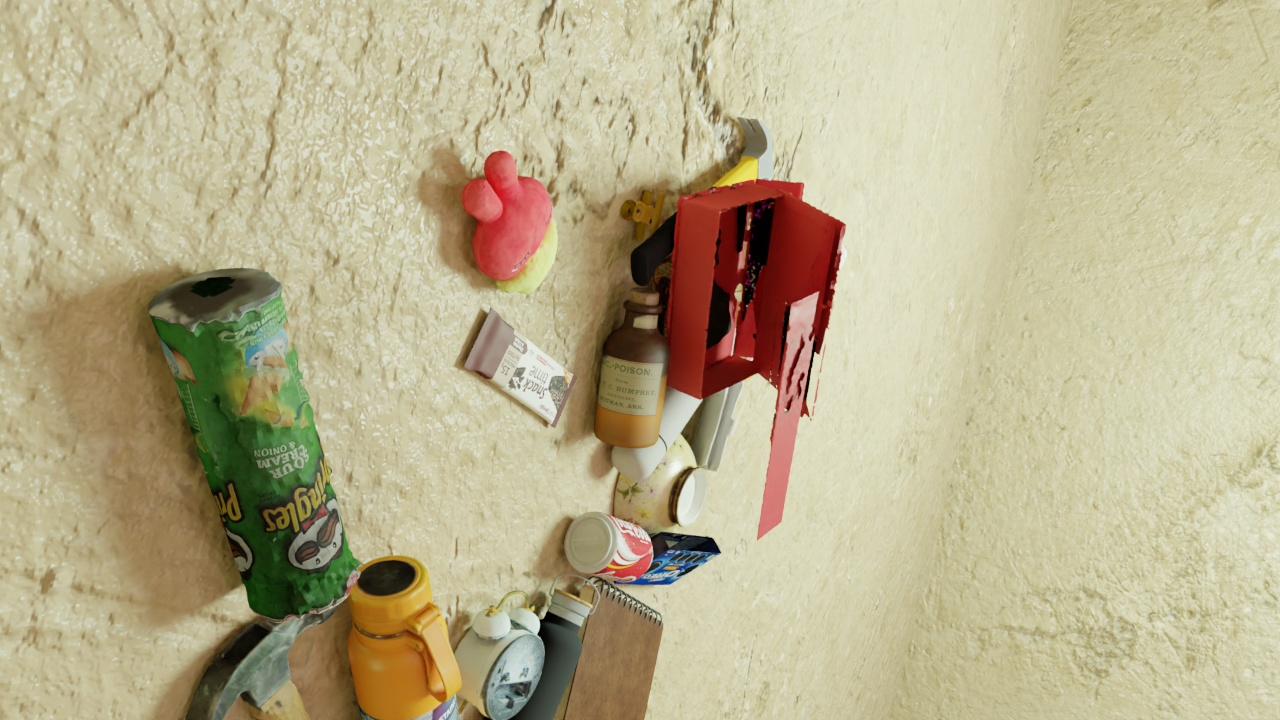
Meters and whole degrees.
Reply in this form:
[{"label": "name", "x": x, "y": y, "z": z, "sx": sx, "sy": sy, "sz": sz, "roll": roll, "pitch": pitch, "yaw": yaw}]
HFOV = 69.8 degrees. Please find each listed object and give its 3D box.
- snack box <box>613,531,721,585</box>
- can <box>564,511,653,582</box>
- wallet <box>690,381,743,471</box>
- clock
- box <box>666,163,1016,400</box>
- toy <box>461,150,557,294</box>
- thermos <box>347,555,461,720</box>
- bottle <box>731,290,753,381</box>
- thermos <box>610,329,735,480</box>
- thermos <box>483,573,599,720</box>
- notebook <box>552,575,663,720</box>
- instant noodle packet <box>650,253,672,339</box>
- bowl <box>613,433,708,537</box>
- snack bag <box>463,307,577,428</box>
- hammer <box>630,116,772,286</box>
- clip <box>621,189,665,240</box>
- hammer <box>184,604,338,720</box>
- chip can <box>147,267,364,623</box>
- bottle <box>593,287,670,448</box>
[{"label": "snack box", "x": 0.030, "y": 0.236, "z": 1.085, "sx": 0.082, "sy": 0.027, "sz": 0.150, "roll": -37, "pitch": 153, "yaw": 17}, {"label": "can", "x": -0.031, "y": 0.200, "z": 0.975, "sx": 0.104, "sy": 0.064, "sz": 0.064, "roll": 36, "pitch": 71, "yaw": -58}, {"label": "wallet", "x": 0.093, "y": 0.078, "z": 1.126, "sx": 0.086, "sy": 0.032, "sz": 0.116, "roll": -178, "pitch": -75, "yaw": -77}, {"label": "clock", "x": -0.128, "y": 0.271, "z": 0.851, "sx": 0.083, "sy": 0.057, "sz": 0.117, "roll": 26, "pitch": 80, "yaw": -59}, {"label": "box", "x": 0.258, "y": -0.095, "z": 1.035, "sx": 0.509, "sy": 0.141, "sz": 0.216, "roll": -10, "pitch": 118, "yaw": -29}, {"label": "toy", "x": -0.102, "y": -0.109, "z": 0.738, "sx": 0.091, "sy": 0.045, "sz": 0.135, "roll": -61, "pitch": 153, "yaw": -27}, {"label": "thermos", "x": -0.178, "y": 0.266, "z": 0.732, "sx": 0.076, "sy": 0.091, "sz": 0.233, "roll": -77, "pitch": 167, "yaw": -64}, {"label": "bottle", "x": 0.123, "y": -0.030, "z": 1.133, "sx": 0.063, "sy": 0.063, "sz": 0.109, "roll": -33, "pitch": 131, "yaw": -49}, {"label": "thermos", "x": 0.041, "y": 0.041, "z": 1.036, "sx": 0.223, "sy": 0.052, "sz": 0.052, "roll": -53, "pitch": 143, "yaw": -33}, {"label": "thermos", "x": -0.106, "y": 0.322, "z": 0.906, "sx": 0.231, "sy": 0.061, "sz": 0.061, "roll": -65, "pitch": 148, "yaw": -17}, {"label": "notebook", "x": -0.032, "y": 0.349, "z": 1.041, "sx": 0.225, "sy": 0.024, "sz": 0.167, "roll": 51, "pitch": 48, "yaw": -57}, {"label": "instant noodle packet", "x": 0.055, "y": -0.077, "z": 1.025, "sx": 0.135, "sy": 0.040, "sz": 0.099, "roll": -37, "pitch": 126, "yaw": -46}, {"label": "bowl", "x": 0.035, "y": 0.150, "z": 1.064, "sx": 0.144, "sy": 0.063, "sz": 0.145, "roll": -33, "pitch": 130, "yaw": -51}, {"label": "snack bag", "x": -0.103, "y": 0.011, "z": 0.823, "sx": 0.057, "sy": 0.013, "sz": 0.158, "roll": -66, "pitch": 149, "yaw": -13}, {"label": "hammer", "x": 0.075, "y": -0.171, "z": 0.998, "sx": 0.322, "sy": 0.029, "sz": 0.127, "roll": -45, "pitch": 142, "yaw": -47}, {"label": "clip", "x": 0.004, "y": -0.146, "z": 0.919, "sx": 0.049, "sy": 0.044, "sz": 0.054, "roll": -27, "pitch": 131, "yaw": -83}, {"label": "hammer", "x": -0.248, "y": 0.326, "z": 0.702, "sx": 0.131, "sy": 0.033, "sz": 0.331, "roll": -45, "pitch": 139, "yaw": -43}, {"label": "chip can", "x": -0.232, "y": 0.055, "z": 0.566, "sx": 0.075, "sy": 0.075, "sz": 0.223, "roll": -39, "pitch": 134, "yaw": -46}, {"label": "bottle", "x": -0.006, "y": 0.005, "z": 0.929, "sx": 0.067, "sy": 0.068, "sz": 0.157, "roll": -12, "pitch": 113, "yaw": -57}]
